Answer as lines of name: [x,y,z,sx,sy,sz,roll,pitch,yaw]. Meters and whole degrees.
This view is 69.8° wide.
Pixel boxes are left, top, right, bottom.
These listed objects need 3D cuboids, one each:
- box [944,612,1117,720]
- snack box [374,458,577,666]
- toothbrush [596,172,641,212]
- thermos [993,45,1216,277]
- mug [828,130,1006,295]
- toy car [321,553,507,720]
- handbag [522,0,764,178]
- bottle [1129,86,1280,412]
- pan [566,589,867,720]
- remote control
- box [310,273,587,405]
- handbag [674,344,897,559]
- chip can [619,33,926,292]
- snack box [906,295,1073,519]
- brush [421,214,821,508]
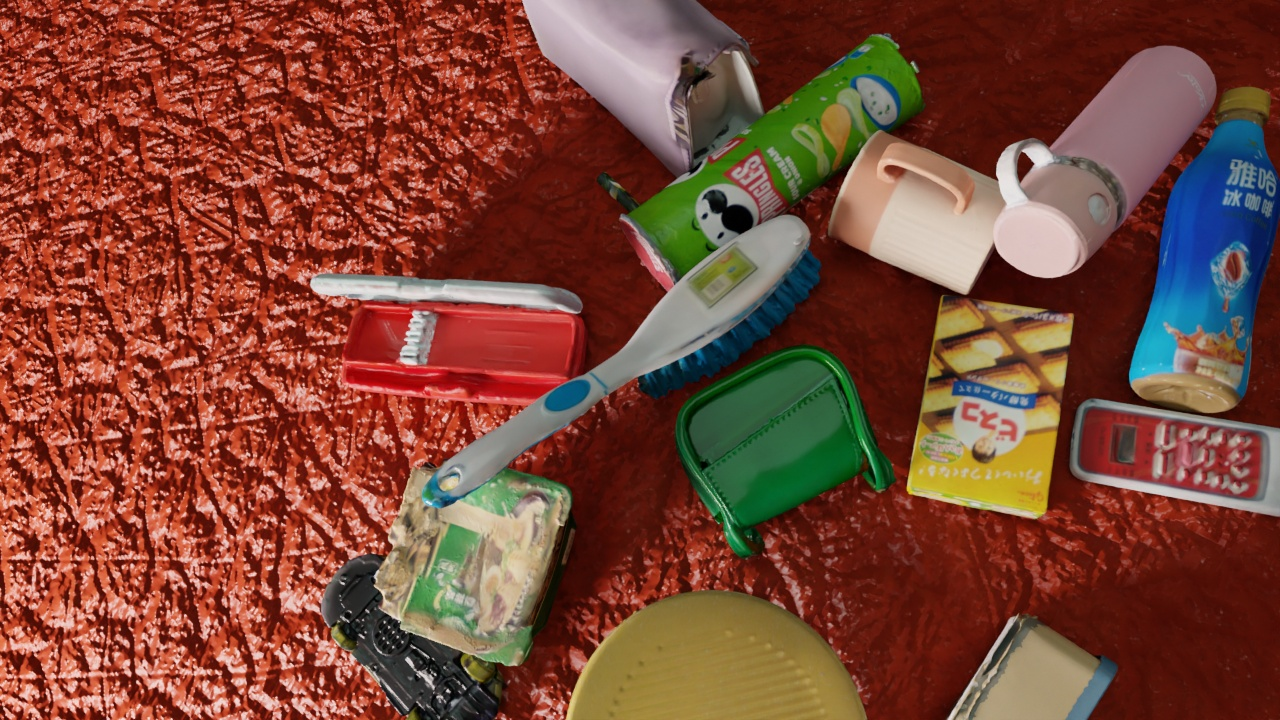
box: [0.208,0.227,0.541,0.062,0.090,0.184,35,88,24]
snack box: [-0.099,0.135,0.635,0.117,0.105,0.118,15,79,15]
toothbrush: [0.028,-0.089,0.714,0.012,0.017,0.186,-43,70,-4]
thermos: [0.295,-0.137,0.594,0.198,0.067,0.087,-41,103,-26]
mug: [0.195,-0.107,0.628,0.106,0.114,0.081,29,80,17]
toy car: [-0.164,0.206,0.662,0.158,0.042,0.070,43,89,14]
handbag: [-0.001,-0.242,0.699,0.098,0.145,0.197,-45,70,1]
bottle: [0.375,-0.077,0.600,0.065,0.065,0.218,14,78,17]
pan: [-0.029,0.265,0.596,0.357,0.078,0.197,-11,69,-2]
remote control: [0.352,0.062,0.590,0.136,0.020,0.055,10,76,17]
box: [-0.148,-0.024,0.695,0.202,0.101,0.095,4,74,15]
handbag: [0.094,0.060,0.634,0.131,0.068,0.120,-27,77,4]
chip can: [0.098,-0.144,0.676,0.236,0.072,0.072,-37,69,-4]
snack box: [0.236,0.030,0.622,0.087,0.034,0.140,11,79,17]
brush: [-0.004,0.004,0.619,0.314,0.109,0.060,-39,71,-5]
